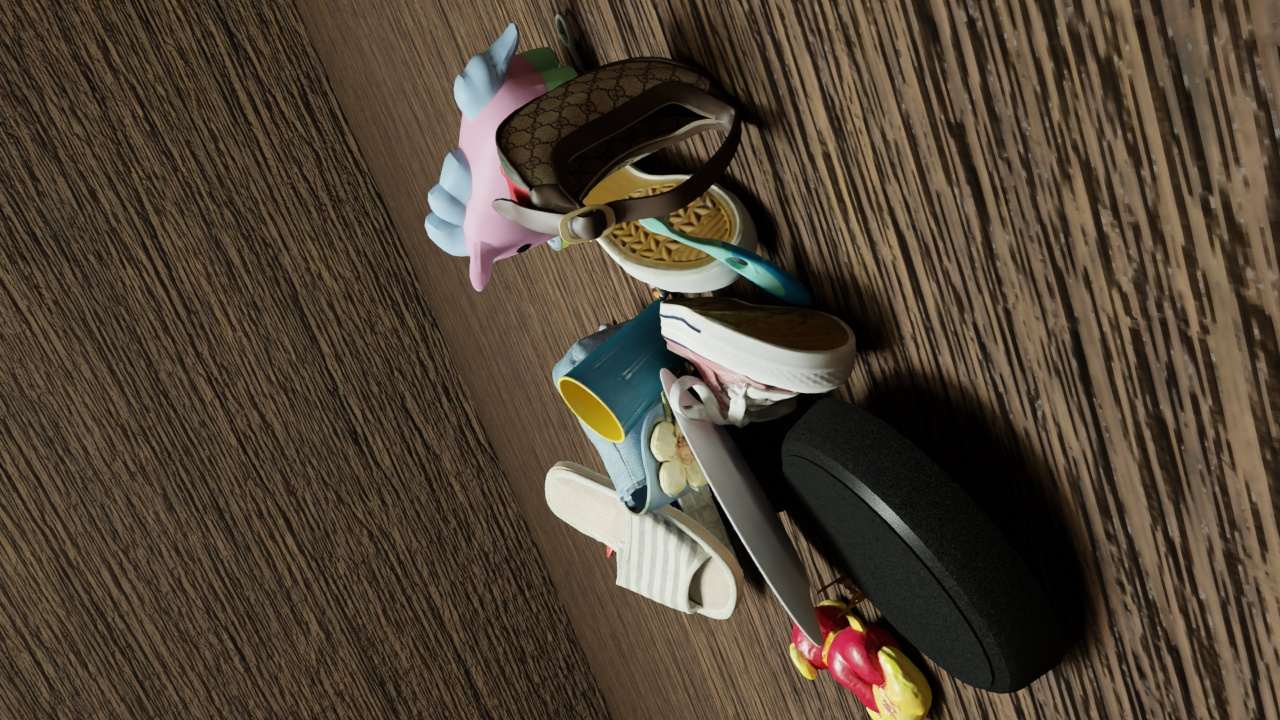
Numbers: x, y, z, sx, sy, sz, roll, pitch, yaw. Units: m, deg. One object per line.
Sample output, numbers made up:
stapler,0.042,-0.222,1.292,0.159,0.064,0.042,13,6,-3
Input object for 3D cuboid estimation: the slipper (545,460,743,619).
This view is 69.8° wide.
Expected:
slipper,-0.007,0.199,1.024,0.273,0.053,0.115,29,123,28

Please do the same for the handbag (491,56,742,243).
handbag,-0.015,-0.134,0.590,0.138,0.166,0.063,32,147,41

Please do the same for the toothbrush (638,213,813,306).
toothbrush,0.058,-0.068,0.600,0.022,0.135,0.017,-42,29,49

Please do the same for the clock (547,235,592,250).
clock,-0.086,-0.173,0.945,0.083,0.057,0.119,29,142,65

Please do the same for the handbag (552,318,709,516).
handbag,0.006,0.049,0.906,0.192,0.121,0.119,63,147,12

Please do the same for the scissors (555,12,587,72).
scissors,-0.044,-0.232,0.808,0.141,0.014,0.175,65,166,1

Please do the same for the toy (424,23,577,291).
toy,-0.126,-0.178,0.816,0.120,0.171,0.222,50,166,37

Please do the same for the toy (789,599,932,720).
toy,0.177,0.245,0.749,0.137,0.067,0.106,27,137,52

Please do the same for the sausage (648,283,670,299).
sausage,-0.003,-0.121,0.834,0.155,0.020,0.020,68,164,-12

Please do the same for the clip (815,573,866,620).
clip,0.165,0.173,0.714,0.045,0.054,0.048,23,115,40

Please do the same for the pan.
pan,0.140,0.106,0.634,0.204,0.044,0.356,55,170,-15

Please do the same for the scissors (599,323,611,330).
scissors,-0.030,0.043,1.033,0.168,0.014,0.170,-16,-86,-74

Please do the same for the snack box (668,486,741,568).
snack box,0.047,0.174,1.069,0.144,0.042,0.145,67,164,-7

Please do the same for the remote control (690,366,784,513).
remote control,0.088,0.071,0.835,0.152,0.020,0.041,62,165,3

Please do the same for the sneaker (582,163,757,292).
sneaker,0.015,-0.101,0.718,0.079,0.087,0.235,36,180,-40

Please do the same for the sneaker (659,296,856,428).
sneaker,0.071,0.005,0.651,0.241,0.118,0.088,-152,59,-72

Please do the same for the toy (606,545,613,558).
toy,-0.024,0.185,1.181,0.088,0.094,0.133,-47,-64,-75

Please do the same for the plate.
plate,0.085,0.107,0.716,0.242,0.016,0.242,58,-174,-11

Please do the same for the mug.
mug,-0.005,0.005,0.823,0.078,0.121,0.078,36,156,19
